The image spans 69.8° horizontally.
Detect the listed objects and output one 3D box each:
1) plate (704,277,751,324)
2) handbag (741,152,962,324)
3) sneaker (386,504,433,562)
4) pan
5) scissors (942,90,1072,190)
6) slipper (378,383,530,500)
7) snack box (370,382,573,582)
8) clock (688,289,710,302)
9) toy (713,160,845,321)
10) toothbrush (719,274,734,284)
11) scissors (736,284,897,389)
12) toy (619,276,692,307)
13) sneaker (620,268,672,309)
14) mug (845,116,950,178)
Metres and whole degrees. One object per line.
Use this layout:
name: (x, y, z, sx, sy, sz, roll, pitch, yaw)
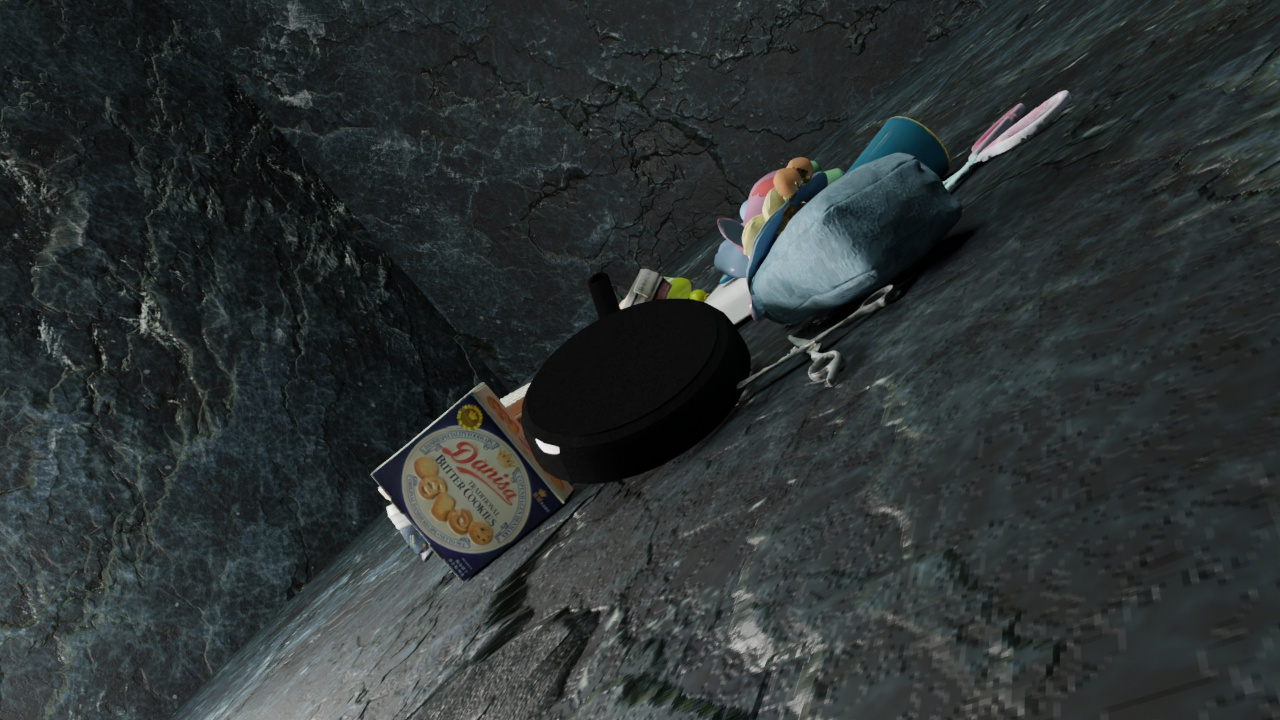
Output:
plate: (0.140, -0.101, 1.117, 0.243, 0.016, 0.242, -37, 11, 8)
handbag: (0.146, -0.102, 0.713, 0.121, 0.118, 0.192, -35, -1, -14)
sneaker: (-0.154, 0.148, 0.990, 0.235, 0.079, 0.087, -22, -1, 2)
pan: (-0.022, -0.018, 0.841, 0.204, 0.044, 0.355, -26, 31, 4)
scissors: (0.311, -0.188, 0.812, 0.170, 0.014, 0.169, -42, 6, -20)
slipper: (-0.176, 0.085, 1.059, 0.272, 0.054, 0.114, -32, 4, -11)
snack box: (-0.168, 0.122, 0.916, 0.145, 0.144, 0.042, -39, 3, 14)
clock: (0.052, -0.065, 1.299, 0.083, 0.057, 0.119, -43, 6, -30)
toy: (0.149, -0.147, 1.005, 0.171, 0.120, 0.222, -26, 25, -4)
toothbrush: (0.149, -0.135, 1.131, 0.135, 0.017, 0.022, -34, 18, 22)
scissors: (0.126, -0.008, 0.659, 0.142, 0.014, 0.174, -36, 9, 14)
toy: (0.007, -0.072, 1.166, 0.117, 0.043, 0.092, -30, 17, -17)
sneaker: (-0.006, 0.006, 1.041, 0.118, 0.088, 0.242, -68, 4, -51)
mug: (0.230, -0.165, 0.889, 0.121, 0.078, 0.078, -47, 7, -8)
